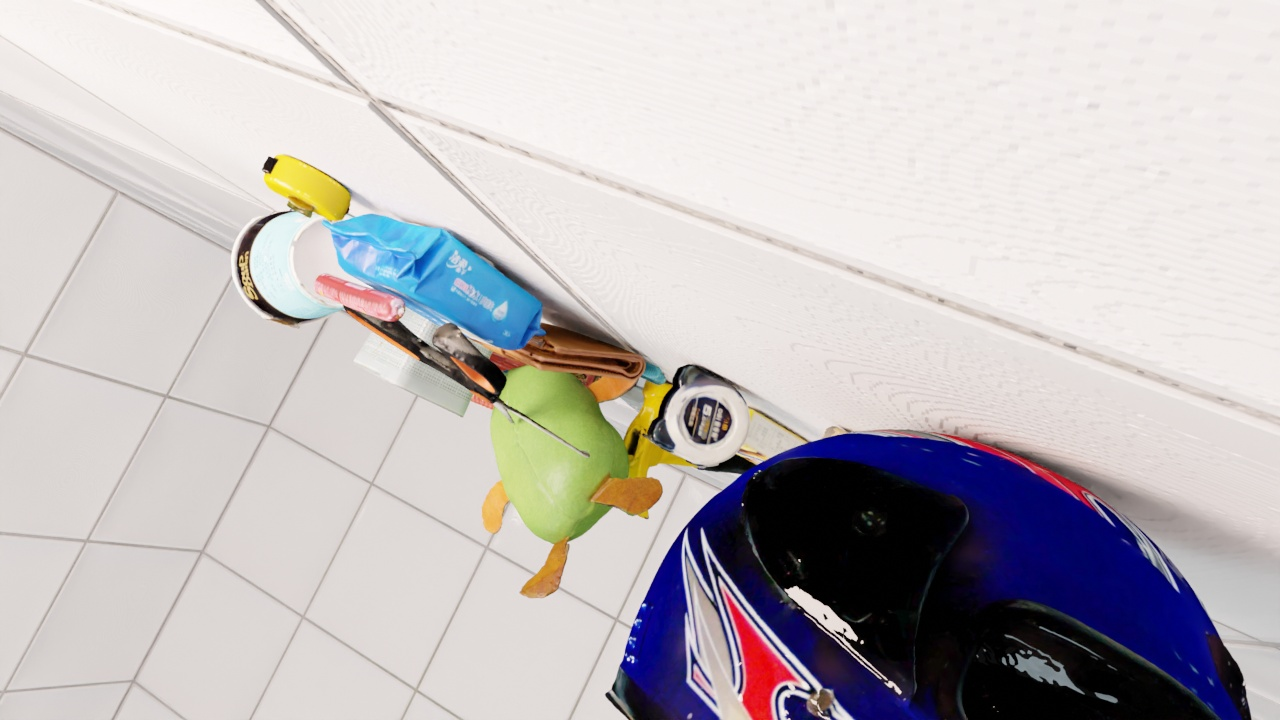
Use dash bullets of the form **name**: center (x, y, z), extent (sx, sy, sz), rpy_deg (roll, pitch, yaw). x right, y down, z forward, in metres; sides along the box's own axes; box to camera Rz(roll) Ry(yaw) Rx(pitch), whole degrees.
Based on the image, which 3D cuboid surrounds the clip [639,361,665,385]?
- **clip**: center (-0.004, 0.005, 0.779), extent (0.054, 0.013, 0.034), rpy_deg (23, 172, 11)

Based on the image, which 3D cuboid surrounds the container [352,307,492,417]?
- **container**: center (-0.191, -0.021, 0.855), extent (0.090, 0.111, 0.090), rpy_deg (20, 171, 46)

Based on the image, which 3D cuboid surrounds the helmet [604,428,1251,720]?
- **helmet**: center (0.146, 0.163, 0.429), extent (0.316, 0.240, 0.247), rpy_deg (31, 158, 53)

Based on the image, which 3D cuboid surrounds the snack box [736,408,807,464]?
- **snack box**: center (0.108, 0.073, 0.798), extent (0.140, 0.033, 0.087), rpy_deg (28, 173, -35)

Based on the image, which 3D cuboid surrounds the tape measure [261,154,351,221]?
- **tape measure**: center (-0.232, -0.117, 0.634), extent (0.060, 0.029, 0.057), rpy_deg (27, 172, -14)

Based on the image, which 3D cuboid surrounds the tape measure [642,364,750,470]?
- **tape measure**: center (0.044, 0.043, 0.665), extent (0.066, 0.065, 0.033), rpy_deg (29, 177, -8)

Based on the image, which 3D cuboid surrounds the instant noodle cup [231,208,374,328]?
- **instant noodle cup**: center (-0.281, -0.082, 0.794), extent (0.111, 0.111, 0.121), rpy_deg (31, 165, -34)

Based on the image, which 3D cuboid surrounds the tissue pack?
- **tissue pack**: center (-0.141, -0.058, 0.649), extent (0.095, 0.052, 0.157), rpy_deg (19, 170, 36)

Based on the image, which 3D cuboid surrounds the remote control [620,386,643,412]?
- **remote control**: center (0.014, 0.057, 1.065), extent (0.058, 0.021, 0.150), rpy_deg (23, 172, 21)

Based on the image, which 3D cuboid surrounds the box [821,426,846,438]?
- **box**: center (0.167, 0.113, 0.649), extent (0.061, 0.090, 0.184), rpy_deg (29, 178, 42)

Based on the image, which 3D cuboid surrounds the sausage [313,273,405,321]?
- **sausage**: center (-0.199, -0.045, 0.643), extent (0.020, 0.020, 0.156), rpy_deg (31, 171, -38)

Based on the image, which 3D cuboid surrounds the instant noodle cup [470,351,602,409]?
- **instant noodle cup**: center (-0.130, 0.020, 1.012), extent (0.188, 0.079, 0.164), rpy_deg (23, -179, -11)

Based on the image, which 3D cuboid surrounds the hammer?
- **hammer**: center (0.060, 0.099, 0.954), extent (0.033, 0.129, 0.300), rpy_deg (20, -179, 29)

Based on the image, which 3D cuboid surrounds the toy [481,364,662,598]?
- **toy**: center (-0.075, 0.085, 0.831), extent (0.090, 0.227, 0.246), rpy_deg (30, -158, -43)

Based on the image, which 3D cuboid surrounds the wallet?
- **wallet**: center (-0.076, -0.012, 0.751), extent (0.107, 0.031, 0.132), rpy_deg (7, -172, -43)

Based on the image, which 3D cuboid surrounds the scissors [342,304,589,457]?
- **scissors**: center (-0.130, 0.010, 0.702), extent (0.234, 0.021, 0.221), rpy_deg (33, 167, -5)
